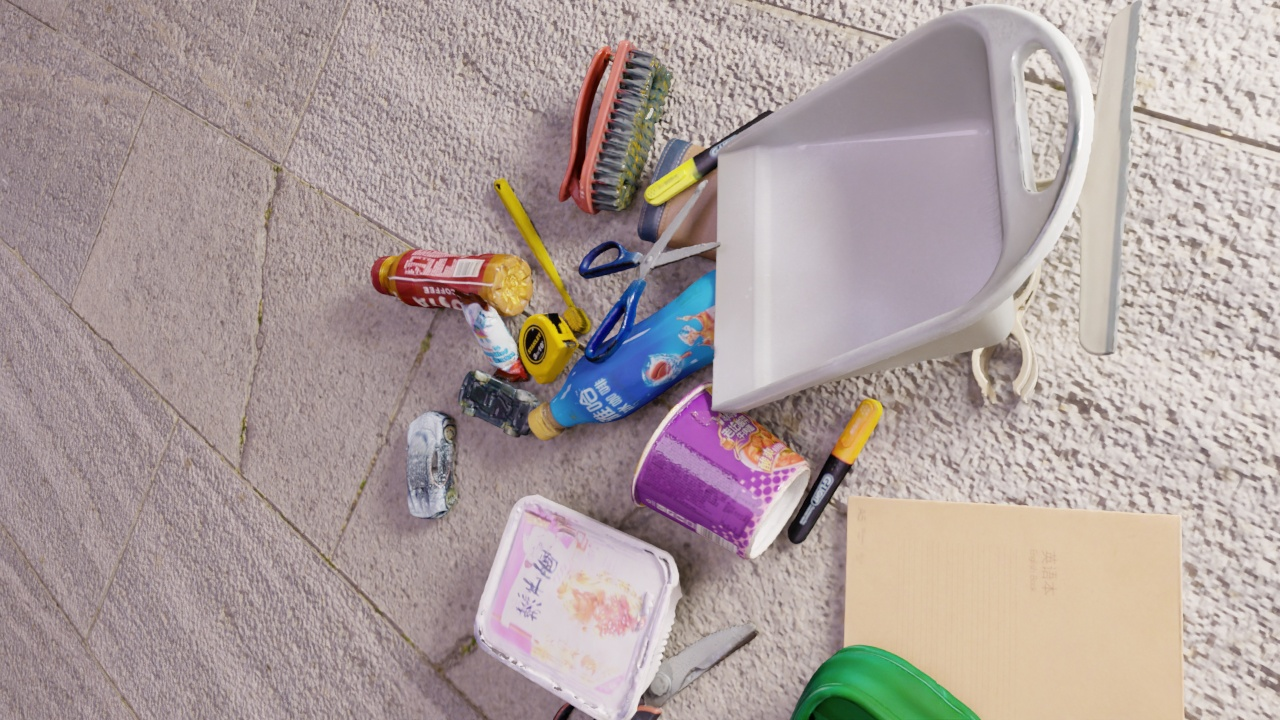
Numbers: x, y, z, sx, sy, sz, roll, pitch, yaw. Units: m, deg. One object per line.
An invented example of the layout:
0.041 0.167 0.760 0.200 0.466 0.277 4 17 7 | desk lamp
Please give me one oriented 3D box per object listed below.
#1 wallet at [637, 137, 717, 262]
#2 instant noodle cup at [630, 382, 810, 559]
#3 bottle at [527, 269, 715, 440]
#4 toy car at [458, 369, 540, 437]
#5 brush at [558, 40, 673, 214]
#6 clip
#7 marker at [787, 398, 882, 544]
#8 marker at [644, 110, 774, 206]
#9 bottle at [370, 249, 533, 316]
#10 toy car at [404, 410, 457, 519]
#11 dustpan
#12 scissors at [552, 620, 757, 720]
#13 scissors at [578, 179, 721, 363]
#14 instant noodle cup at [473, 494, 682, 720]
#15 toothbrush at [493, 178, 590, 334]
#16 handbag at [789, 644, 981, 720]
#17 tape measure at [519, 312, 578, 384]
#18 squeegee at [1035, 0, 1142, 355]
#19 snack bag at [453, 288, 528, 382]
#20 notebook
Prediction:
0.059 -0.128 0.755 0.115 0.033 0.090 23 98 31 | wallet
0.064 0.086 0.680 0.099 0.111 0.111 31 99 22 | instant noodle cup
-0.004 0.004 0.754 0.219 0.065 0.065 -31 68 25 | bottle
-0.129 0.040 0.845 0.091 0.034 0.043 21 91 30 | toy car
-0.027 -0.199 0.800 0.069 0.063 0.146 19 95 21 | brush
0.246 -0.022 0.621 0.076 0.034 0.100 0 78 33 | clip
0.142 0.083 0.680 0.018 0.015 0.124 36 103 35 | marker
0.055 -0.162 0.733 0.124 0.015 0.018 -30 72 19 | marker
-0.187 -0.077 0.884 0.175 0.057 0.057 8 87 33 | bottle
-0.205 0.100 0.885 0.049 0.031 0.105 -10 77 30 | toy car
0.141 -0.101 0.575 0.258 0.142 0.222 -7 68 25 | dustpan
0.015 0.279 0.730 0.211 0.015 0.176 -4 79 32 | scissors
-0.002 -0.073 0.740 0.162 0.012 0.176 26 86 55 | scissors
-0.044 0.198 0.745 0.174 0.060 0.138 16 86 38 | instant noodle cup
-0.095 -0.100 0.855 0.016 0.016 0.190 -40 64 19 | toothbrush
0.159 0.265 0.608 0.131 0.067 0.120 37 120 21 | handbag
-0.083 -0.014 0.825 0.057 0.028 0.060 57 131 26 | tape measure
0.212 -0.119 0.652 0.247 0.039 0.246 2 73 33 | squeegee
-0.134 -0.023 0.832 0.045 0.105 0.026 19 53 44 | snack bag
0.238 0.170 0.610 0.212 0.012 0.149 -1 82 31 | notebook
